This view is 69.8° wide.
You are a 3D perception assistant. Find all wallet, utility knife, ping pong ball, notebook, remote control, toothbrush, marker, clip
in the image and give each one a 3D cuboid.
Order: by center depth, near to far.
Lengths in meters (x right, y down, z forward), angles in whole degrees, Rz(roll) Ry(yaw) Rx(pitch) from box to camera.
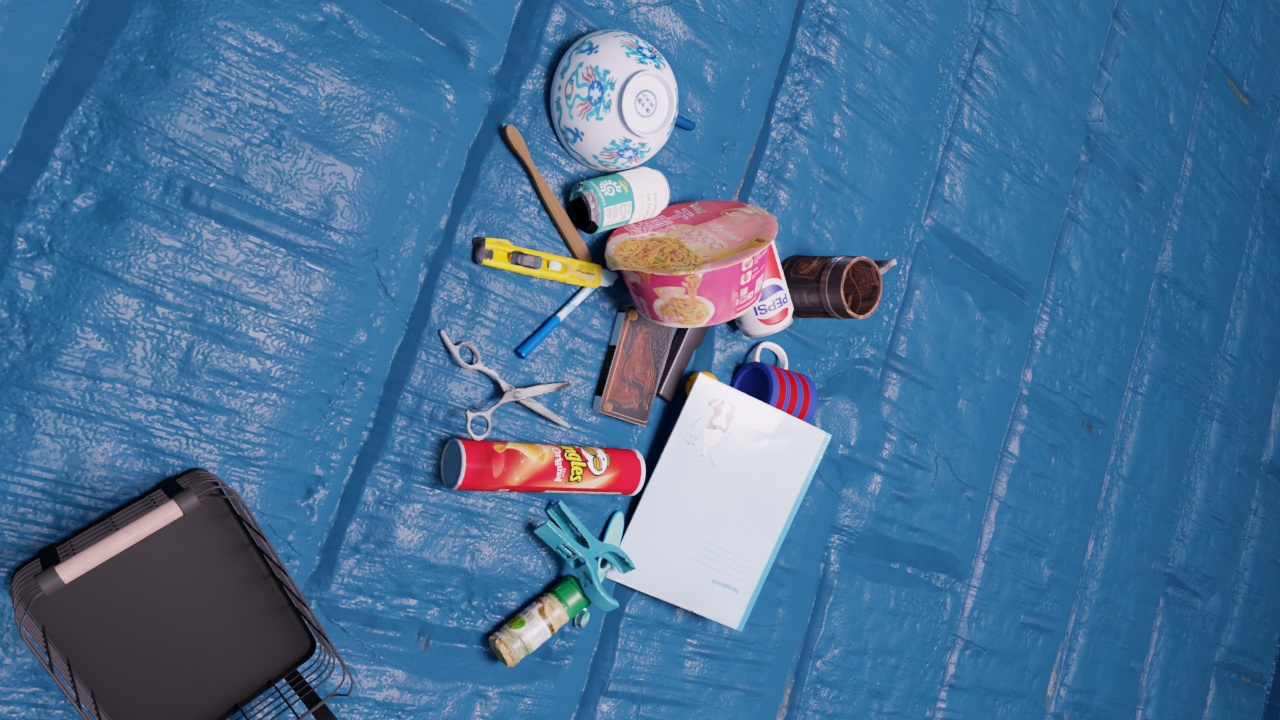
[{"bbox_3d":[-0.095,-0.167,0.937,0.016,0.016,0.167,-44,119,-23],"label":"toothbrush"},{"bbox_3d":[-0.094,-0.098,0.939,0.164,0.017,0.030,9,94,-34],"label":"utility knife"},{"bbox_3d":[-0.078,-0.052,0.962,0.141,0.013,0.013,-46,119,-23],"label":"marker"},{"bbox_3d":[-0.048,0.199,0.984,0.121,0.031,0.130,-24,82,-52],"label":"clip"},{"bbox_3d":[-0.005,-0.280,0.991,0.167,0.014,0.014,15,91,-37],"label":"toothbrush"},{"bbox_3d":[-0.044,0.230,1.011,0.022,0.017,0.135,26,80,-27],"label":"toothbrush"},{"bbox_3d":[-0.006,0.006,1.015,0.072,0.019,0.123,20,83,-31],"label":"wallet"},{"bbox_3d":[0.092,0.164,1.046,0.181,0.009,0.253,25,89,-14],"label":"notebook"},{"bbox_3d":[0.053,-0.017,1.058,0.032,0.015,0.136,33,75,-33],"label":"remote control"},{"bbox_3d":[0.072,0.032,1.061,0.040,0.040,0.040,-4,97,-36],"label":"ping pong ball"}]

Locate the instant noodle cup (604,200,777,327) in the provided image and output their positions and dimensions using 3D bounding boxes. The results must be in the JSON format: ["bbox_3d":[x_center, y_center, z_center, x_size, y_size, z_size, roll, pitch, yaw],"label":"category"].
[{"bbox_3d":[0.057,-0.099,0.969,0.178,0.179,0.078,-31,128,-30],"label":"instant noodle cup"}]

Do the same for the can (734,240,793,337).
[{"bbox_3d":[0.131,-0.100,1.072,0.070,0.070,0.132,-31,112,-30],"label":"can"}]

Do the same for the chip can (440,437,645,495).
[{"bbox_3d":[-0.096,0.111,0.941,0.214,0.052,0.052,8,90,-36],"label":"chip can"}]

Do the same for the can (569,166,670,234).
[{"bbox_3d":[-0.022,-0.169,0.964,0.101,0.055,0.055,-21,106,-33],"label":"can"}]

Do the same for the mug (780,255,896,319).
[{"bbox_3d":[0.242,-0.098,1.130,0.115,0.107,0.080,-34,113,-29],"label":"mug"}]

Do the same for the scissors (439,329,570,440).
[{"bbox_3d":[-0.134,0.022,0.921,0.141,0.014,0.162,-40,103,-45],"label":"scissors"}]

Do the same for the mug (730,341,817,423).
[{"bbox_3d":[0.158,0.028,1.112,0.076,0.075,0.111,14,60,-36],"label":"mug"}]

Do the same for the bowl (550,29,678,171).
[{"bbox_3d":[-0.011,-0.262,0.935,0.143,0.074,0.144,-11,111,-32],"label":"bowl"}]

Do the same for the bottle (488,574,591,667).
[{"bbox_3d":[-0.105,0.270,0.957,0.110,0.043,0.043,-34,113,-27],"label":"bottle"}]

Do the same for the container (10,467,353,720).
[{"bbox_3d":[-0.351,0.217,0.716,0.162,0.130,0.241,-34,113,-29],"label":"container"}]
